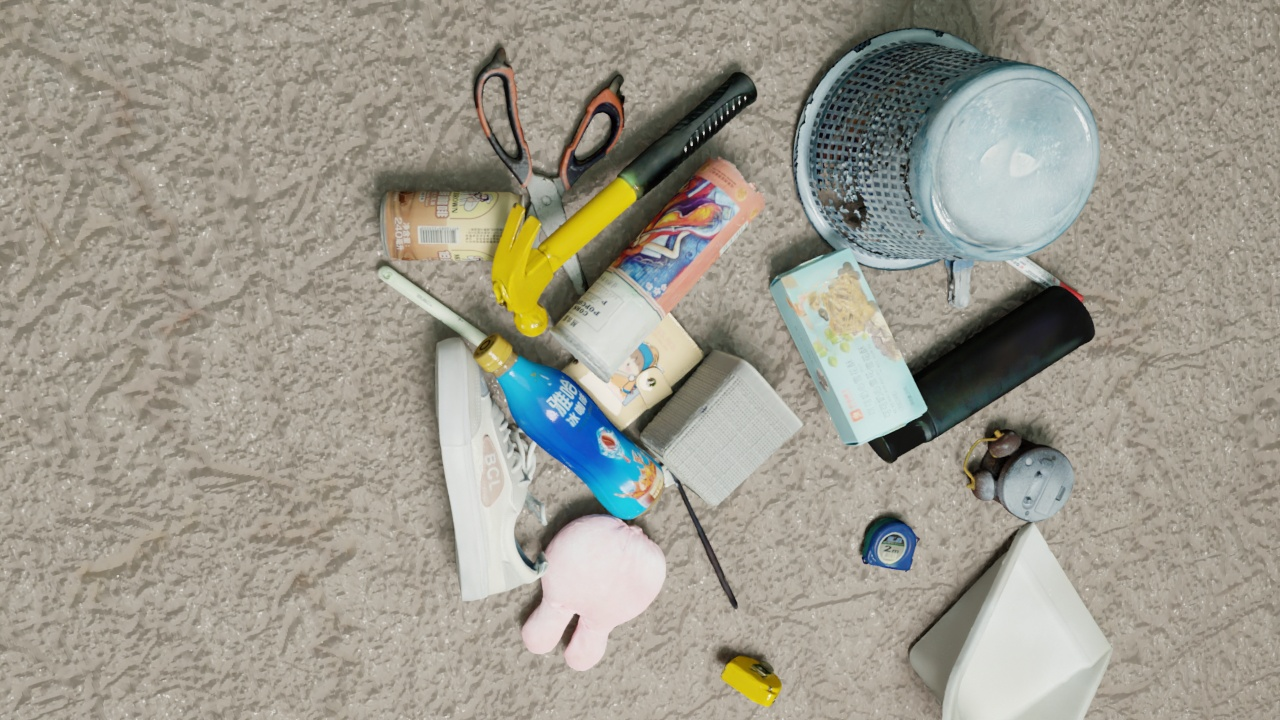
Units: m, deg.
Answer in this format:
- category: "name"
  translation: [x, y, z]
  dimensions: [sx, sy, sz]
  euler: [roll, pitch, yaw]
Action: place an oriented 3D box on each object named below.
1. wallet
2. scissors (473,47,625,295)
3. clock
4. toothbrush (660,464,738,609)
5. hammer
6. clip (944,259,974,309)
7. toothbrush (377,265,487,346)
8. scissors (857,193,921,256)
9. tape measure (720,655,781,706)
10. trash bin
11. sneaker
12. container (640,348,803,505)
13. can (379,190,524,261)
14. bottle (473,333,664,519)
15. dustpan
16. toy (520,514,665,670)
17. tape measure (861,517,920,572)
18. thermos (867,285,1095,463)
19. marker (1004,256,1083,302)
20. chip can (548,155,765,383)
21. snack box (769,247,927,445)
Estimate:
- category: "wallet"
  translation: [-0.005, 0.005, 0.865]
  dimensions: [0.115, 0.024, 0.087]
  euler: [-41, 103, -3]
- category: "scissors"
  translation: [-0.083, -0.165, 0.810]
  dimensions: [0.189, 0.015, 0.227]
  euler: [35, 92, -18]
- category: "clock"
  translation: [0.396, 0.119, 0.969]
  dimensions: [0.122, 0.055, 0.082]
  euler: [22, 97, -16]
- category: "toothbrush"
  translation: [0.060, 0.178, 0.922]
  dimensions: [0.018, 0.015, 0.181]
  euler: [-27, 106, 0]
- category: "hammer"
  translation: [-0.010, -0.149, 0.789]
  dimensions: [0.300, 0.129, 0.033]
  euler: [-43, 66, -15]
- category: "clip"
  translation: [0.321, -0.079, 0.925]
  dimensions: [0.026, 0.043, 0.058]
  euler: [-10, 112, -14]
- category: "toothbrush"
  translation: [-0.154, -0.025, 0.822]
  dimensions: [0.189, 0.020, 0.029]
  euler: [37, 99, -18]
- category: "scissors"
  translation: [0.301, -0.168, 0.904]
  dimensions: [0.180, 0.014, 0.159]
  euler: [5, 101, -13]
- category: "tape measure"
  translation: [0.118, 0.327, 0.947]
  dimensions: [0.060, 0.057, 0.029]
  euler: [30, 97, 22]
- category: "trash bin"
  translation: [0.269, -0.173, 0.789]
  dimensions: [0.226, 0.195, 0.227]
  euler: [-2, 106, -8]
- category: "sneaker"
  translation: [-0.130, 0.096, 0.820]
  dimensions: [0.090, 0.089, 0.242]
  euler: [-8, 105, -14]
- category: "container"
  translation: [0.071, 0.064, 0.854]
  dimensions: [0.114, 0.090, 0.090]
  euler: [-45, 108, -6]
- category: "can"
  translation: [-0.156, -0.113, 0.774]
  dimensions: [0.116, 0.058, 0.058]
  euler: [-1, 102, -5]
- category: "bottle"
  translation: [-0.064, 0.058, 0.821]
  dimensions: [0.065, 0.065, 0.218]
  euler: [-44, 119, -1]
- category: "dustpan"
  translation: [0.411, 0.354, 0.981]
  dimensions: [0.257, 0.142, 0.223]
  euler: [-38, 108, -2]
- category: "toy"
  translation: [-0.048, 0.223, 0.886]
  dimensions: [0.121, 0.054, 0.159]
  euler: [29, 99, -17]
- category: "tape measure"
  translation: [0.264, 0.194, 0.969]
  dimensions: [0.058, 0.025, 0.054]
  euler: [12, 97, -20]
- category: "thermos"
  translation: [0.330, 0.006, 0.919]
  dimensions: [0.242, 0.068, 0.090]
  euler: [-31, 113, -5]
- category: "marker"
  translation: [0.399, -0.095, 0.942]
  dimensions: [0.145, 0.017, 0.017]
  euler: [29, 94, -17]
- category: "chip can"
  translation: [0.017, -0.082, 0.816]
  dimensions: [0.071, 0.071, 0.214]
  euler: [44, 85, -18]
- category: "snack box"
  translation: [0.194, -0.013, 0.864]
  dimensions: [0.074, 0.052, 0.175]
  euler: [-24, 86, -7]
